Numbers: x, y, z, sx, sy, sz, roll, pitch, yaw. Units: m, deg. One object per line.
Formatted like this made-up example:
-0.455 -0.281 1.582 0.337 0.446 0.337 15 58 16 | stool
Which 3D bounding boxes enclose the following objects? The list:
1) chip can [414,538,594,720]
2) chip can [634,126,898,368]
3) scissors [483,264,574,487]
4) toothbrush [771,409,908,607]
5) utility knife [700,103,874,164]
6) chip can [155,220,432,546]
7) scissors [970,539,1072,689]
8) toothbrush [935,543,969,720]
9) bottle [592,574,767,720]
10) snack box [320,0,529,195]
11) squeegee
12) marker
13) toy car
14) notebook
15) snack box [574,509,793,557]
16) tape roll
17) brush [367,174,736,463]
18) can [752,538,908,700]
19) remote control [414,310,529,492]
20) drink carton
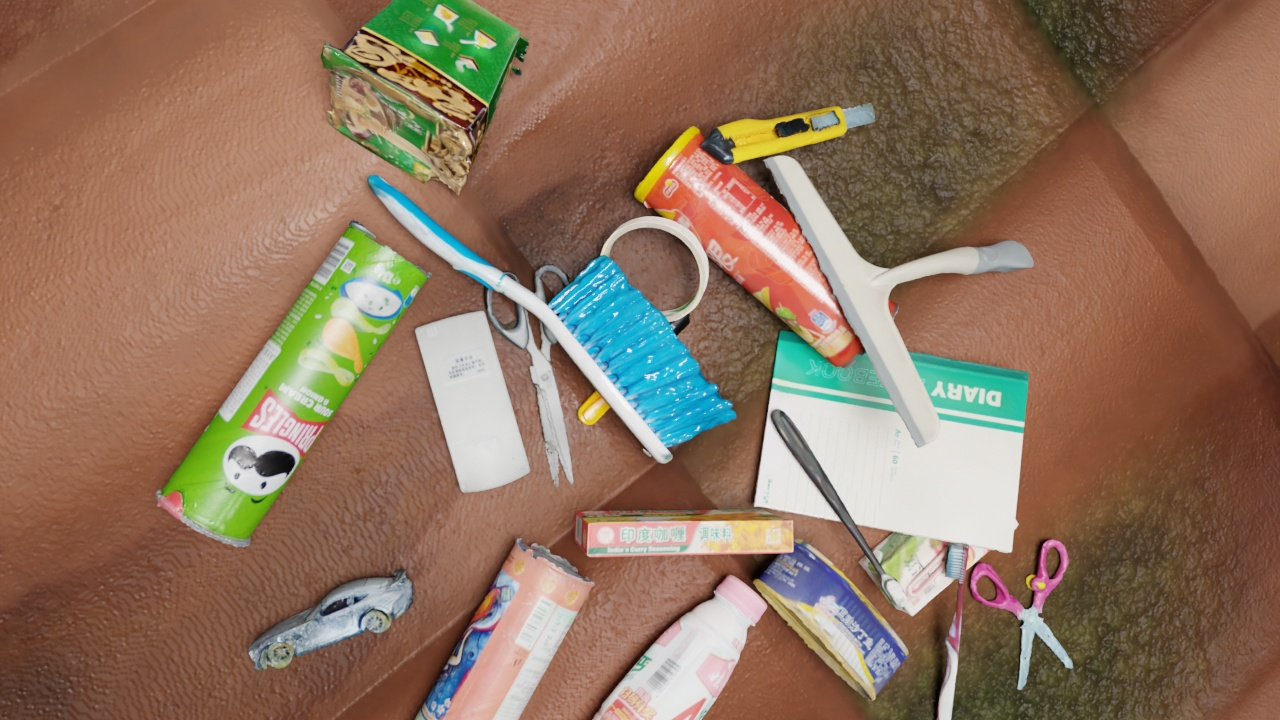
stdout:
-0.115 0.242 0.677 0.071 0.071 0.214 31 83 -8 | chip can
0.099 -0.087 0.717 0.216 0.073 0.073 40 82 -2 | chip can
-0.085 0.012 0.721 0.141 0.014 0.173 25 87 -10 | scissors
0.156 0.115 0.721 0.015 0.018 0.181 -33 80 1 | toothbrush
0.126 -0.186 0.728 0.196 0.015 0.033 -21 78 -33 | utility knife
-0.246 0.015 0.659 0.072 0.072 0.236 33 82 -8 | chip can
0.330 0.218 0.792 0.124 0.017 0.133 9 90 -12 | scissors
0.251 0.233 0.749 0.017 0.016 0.188 3 109 12 | toothbrush
0.023 0.254 0.708 0.068 0.068 0.196 43 77 -7 | bottle
-0.153 -0.206 0.670 0.117 0.118 0.105 30 71 -9 | snack box
0.249 -0.074 0.725 0.246 0.039 0.246 -11 69 -35 | squeegee
-0.004 0.004 0.733 0.018 0.015 0.123 45 82 -8 | marker
-0.224 0.187 0.667 0.120 0.054 0.037 -22 95 -10 | toy car
0.205 0.064 0.746 0.209 0.012 0.150 10 79 1 | notebook
0.031 0.132 0.704 0.155 0.077 0.027 1 87 -11 | snack box
0.010 -0.069 0.713 0.086 0.013 0.086 7 121 13 | tape roll
-0.065 -0.046 0.690 0.109 0.060 0.314 -39 93 -1 | brush
0.151 0.203 0.719 0.049 0.075 0.148 -46 113 -11 | can
-0.129 0.032 0.706 0.056 0.019 0.135 -17 92 -11 | remote control
0.248 0.152 0.761 0.122 0.045 0.053 -37 96 -9 | drink carton
